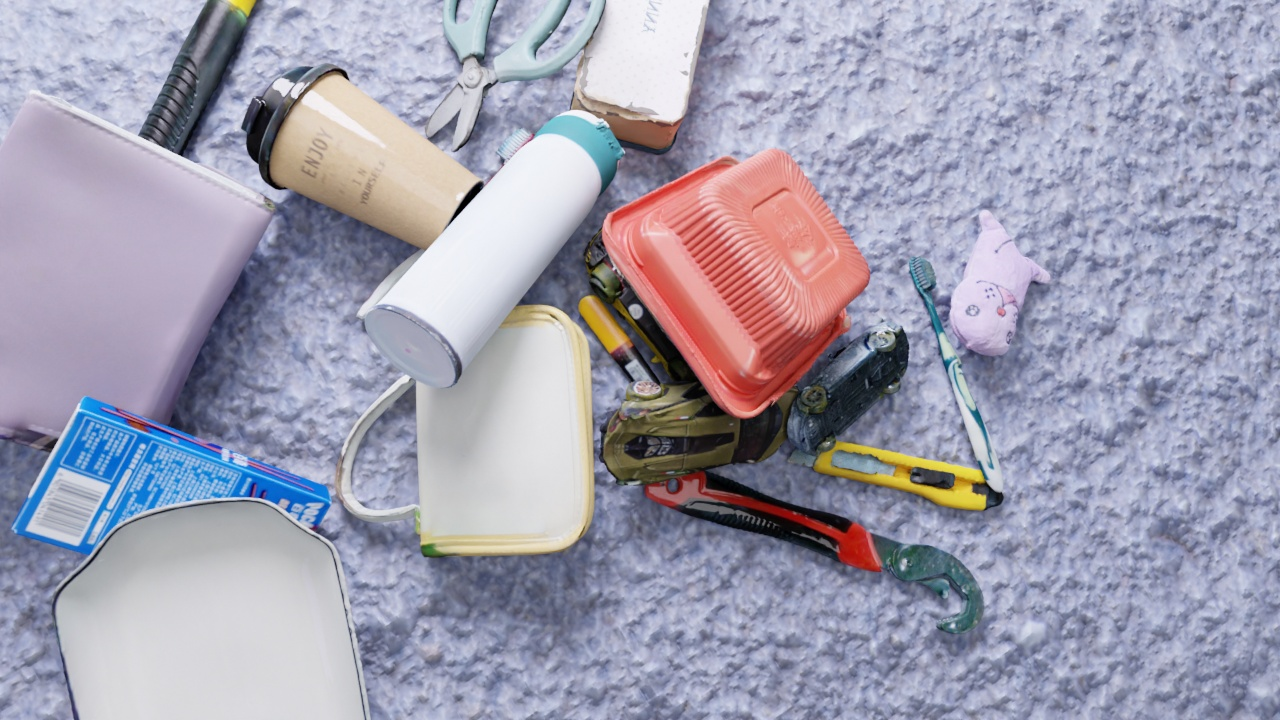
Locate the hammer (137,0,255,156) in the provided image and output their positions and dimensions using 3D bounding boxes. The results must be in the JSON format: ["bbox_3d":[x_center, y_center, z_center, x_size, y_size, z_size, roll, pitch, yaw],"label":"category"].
[{"bbox_3d":[-0.291,-0.247,0.649,0.129,0.033,0.300,22,80,-4],"label":"hammer"}]

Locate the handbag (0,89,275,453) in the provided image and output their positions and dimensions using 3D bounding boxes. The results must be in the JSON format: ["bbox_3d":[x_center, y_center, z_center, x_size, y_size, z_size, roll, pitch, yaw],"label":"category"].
[{"bbox_3d":[-0.337,-0.045,0.569,0.145,0.098,0.197,27,91,-22],"label":"handbag"}]

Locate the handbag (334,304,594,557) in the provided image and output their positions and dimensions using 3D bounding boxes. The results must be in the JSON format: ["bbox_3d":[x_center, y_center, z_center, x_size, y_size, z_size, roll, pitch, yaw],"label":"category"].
[{"bbox_3d":[-0.121,0.051,0.631,0.179,0.063,0.163,-4,83,6],"label":"handbag"}]

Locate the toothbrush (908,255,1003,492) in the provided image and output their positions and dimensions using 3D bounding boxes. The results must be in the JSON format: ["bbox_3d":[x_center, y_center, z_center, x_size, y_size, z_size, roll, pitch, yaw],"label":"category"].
[{"bbox_3d":[0.243,0.008,0.700,0.016,0.018,0.191,-14,80,-21],"label":"toothbrush"}]

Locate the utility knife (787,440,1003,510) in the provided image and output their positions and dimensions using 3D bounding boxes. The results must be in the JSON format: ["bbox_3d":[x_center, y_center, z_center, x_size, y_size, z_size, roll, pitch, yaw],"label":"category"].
[{"bbox_3d":[0.194,0.086,0.689,0.173,0.015,0.033,12,78,-8],"label":"utility knife"}]

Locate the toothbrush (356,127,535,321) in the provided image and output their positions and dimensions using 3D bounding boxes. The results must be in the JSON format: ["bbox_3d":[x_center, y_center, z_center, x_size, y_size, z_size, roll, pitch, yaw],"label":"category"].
[{"bbox_3d":[-0.141,-0.100,0.662,0.017,0.016,0.187,39,79,6],"label":"toothbrush"}]

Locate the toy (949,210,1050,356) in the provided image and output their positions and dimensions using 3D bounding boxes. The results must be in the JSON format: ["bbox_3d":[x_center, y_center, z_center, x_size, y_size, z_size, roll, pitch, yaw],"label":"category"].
[{"bbox_3d":[0.272,-0.050,0.704,0.084,0.039,0.107,36,65,-16],"label":"toy"}]

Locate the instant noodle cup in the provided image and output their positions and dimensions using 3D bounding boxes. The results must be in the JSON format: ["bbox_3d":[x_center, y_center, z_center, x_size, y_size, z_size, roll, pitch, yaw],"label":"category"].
[{"bbox_3d":[0.081,-0.068,0.625,0.164,0.079,0.188,53,43,-1],"label":"instant noodle cup"}]

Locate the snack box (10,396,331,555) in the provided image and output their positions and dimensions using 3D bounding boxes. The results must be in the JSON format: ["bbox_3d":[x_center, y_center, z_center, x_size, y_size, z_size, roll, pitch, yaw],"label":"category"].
[{"bbox_3d":[-0.285,0.092,0.570,0.157,0.026,0.084,28,95,-29],"label":"snack box"}]

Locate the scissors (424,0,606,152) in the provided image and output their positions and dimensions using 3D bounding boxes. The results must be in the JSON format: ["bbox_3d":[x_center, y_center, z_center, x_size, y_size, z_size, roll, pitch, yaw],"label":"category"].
[{"bbox_3d":[-0.113,-0.239,0.668,0.178,0.019,0.169,-42,68,11],"label":"scissors"}]

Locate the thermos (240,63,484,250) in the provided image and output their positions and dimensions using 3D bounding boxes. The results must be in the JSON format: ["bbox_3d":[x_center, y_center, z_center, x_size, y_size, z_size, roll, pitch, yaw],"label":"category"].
[{"bbox_3d":[-0.183,-0.131,0.618,0.143,0.093,0.093,31,79,-2],"label":"thermos"}]

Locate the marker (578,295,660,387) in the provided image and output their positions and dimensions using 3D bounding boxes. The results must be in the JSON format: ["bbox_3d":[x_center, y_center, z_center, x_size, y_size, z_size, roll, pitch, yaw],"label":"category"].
[{"bbox_3d":[-0.004,0.004,0.671,0.018,0.015,0.124,-36,91,14],"label":"marker"}]

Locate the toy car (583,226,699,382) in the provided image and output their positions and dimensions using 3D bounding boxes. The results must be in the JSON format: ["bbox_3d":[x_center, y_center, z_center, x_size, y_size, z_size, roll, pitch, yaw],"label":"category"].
[{"bbox_3d":[0.022,-0.037,0.665,0.071,0.041,0.156,-42,96,-11],"label":"toy car"}]

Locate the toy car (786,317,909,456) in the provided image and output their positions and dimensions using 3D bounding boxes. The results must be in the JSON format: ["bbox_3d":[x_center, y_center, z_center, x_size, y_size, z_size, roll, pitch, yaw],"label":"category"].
[{"bbox_3d":[0.151,0.019,0.672,0.120,0.054,0.037,-41,46,-18],"label":"toy car"}]

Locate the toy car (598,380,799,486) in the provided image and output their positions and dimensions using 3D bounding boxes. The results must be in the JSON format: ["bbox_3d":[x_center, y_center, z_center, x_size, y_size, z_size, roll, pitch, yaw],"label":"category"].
[{"bbox_3d":[0.046,0.046,0.639,0.158,0.042,0.070,-10,120,-21],"label":"toy car"}]

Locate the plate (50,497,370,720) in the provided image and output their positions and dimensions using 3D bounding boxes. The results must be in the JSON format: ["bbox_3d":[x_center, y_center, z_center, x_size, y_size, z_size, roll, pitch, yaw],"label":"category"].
[{"bbox_3d":[-0.252,0.209,0.566,0.162,0.034,0.266,-9,101,-13],"label":"plate"}]

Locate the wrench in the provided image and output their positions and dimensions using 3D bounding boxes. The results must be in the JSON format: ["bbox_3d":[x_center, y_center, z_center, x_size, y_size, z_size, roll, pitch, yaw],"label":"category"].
[{"bbox_3d":[0.131,0.131,0.674,0.273,0.016,0.056,23,75,-6],"label":"wrench"}]

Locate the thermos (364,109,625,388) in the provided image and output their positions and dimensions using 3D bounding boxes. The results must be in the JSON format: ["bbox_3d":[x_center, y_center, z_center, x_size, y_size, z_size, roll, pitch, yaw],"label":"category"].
[{"bbox_3d":[-0.088,-0.084,0.607,0.073,0.073,0.223,35,56,-3],"label":"thermos"}]

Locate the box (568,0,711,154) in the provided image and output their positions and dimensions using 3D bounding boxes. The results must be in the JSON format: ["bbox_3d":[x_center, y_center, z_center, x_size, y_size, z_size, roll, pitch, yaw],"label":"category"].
[{"bbox_3d":[0.003,-0.242,0.681,0.090,0.062,0.184,15,83,-6],"label":"box"}]
